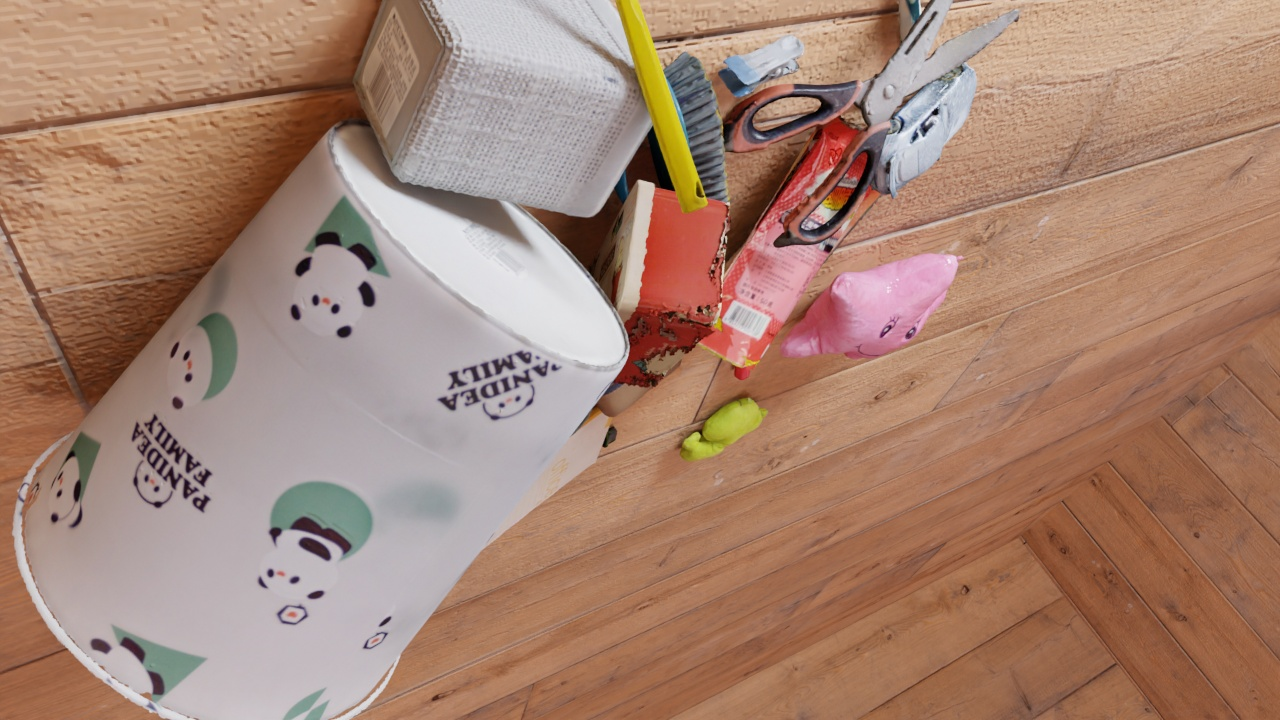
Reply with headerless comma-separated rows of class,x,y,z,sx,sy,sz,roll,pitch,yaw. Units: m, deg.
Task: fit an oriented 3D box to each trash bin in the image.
trash bin,-0.155,0.027,0.492,0.252,0.229,0.229,-48,149,17

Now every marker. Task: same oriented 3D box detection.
marker,0.099,-0.022,0.874,0.017,0.017,0.145,-27,152,-10

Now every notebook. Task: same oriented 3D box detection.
notebook,-0.105,0.117,0.827,0.205,0.010,0.146,-36,163,-29

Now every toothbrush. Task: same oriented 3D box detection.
toothbrush,0.168,-0.246,0.572,0.016,0.018,0.191,-33,152,5
toothbrush,-0.002,-0.158,0.413,0.017,0.190,0.015,2,-151,48
toothbrush,-0.021,0.029,0.841,0.017,0.012,0.186,-25,153,-25

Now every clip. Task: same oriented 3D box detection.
clip,0.078,-0.185,0.575,0.057,0.025,0.036,-26,159,-23

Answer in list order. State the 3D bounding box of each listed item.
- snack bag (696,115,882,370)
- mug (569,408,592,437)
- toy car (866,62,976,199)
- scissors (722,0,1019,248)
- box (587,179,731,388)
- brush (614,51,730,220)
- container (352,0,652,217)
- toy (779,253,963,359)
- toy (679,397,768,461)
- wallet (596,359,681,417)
snack bag,0.119,-0.092,0.732,0.128,0.073,0.208,9,121,-51
mug,-0.098,0.019,0.647,0.083,0.103,0.124,-15,149,-30
toy car,0.215,-0.174,0.692,0.120,0.037,0.054,-46,145,-15
scissors,0.148,-0.167,0.623,0.226,0.015,0.189,-11,129,-2
box,0.010,-0.039,0.604,0.078,0.091,0.169,11,162,-11
brush,0.017,-0.125,0.578,0.073,0.055,0.144,-26,153,-4
container,-0.067,-0.133,0.447,0.114,0.090,0.090,-1,139,-41
toy,0.229,-0.053,0.887,0.179,0.074,0.194,-39,154,32
toy,0.091,0.078,1.015,0.096,0.031,0.100,-4,143,-38
wallet,-0.004,0.004,0.749,0.090,0.033,0.115,-40,164,-5
